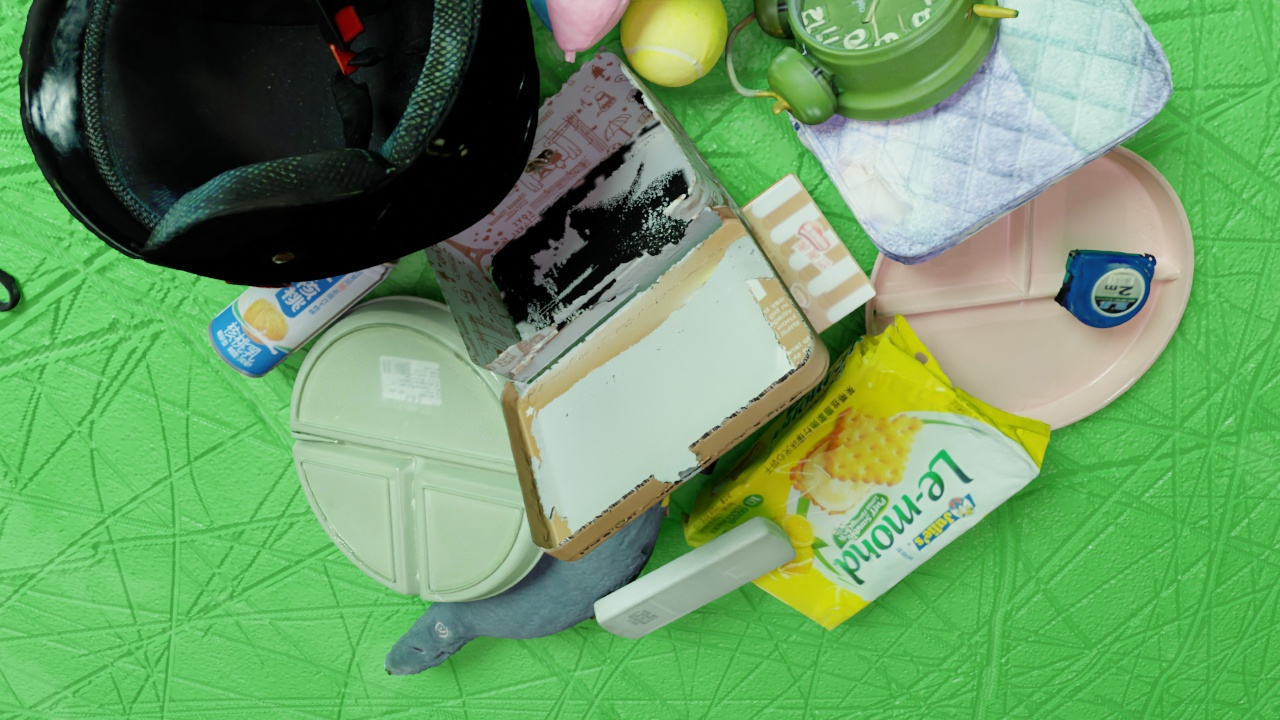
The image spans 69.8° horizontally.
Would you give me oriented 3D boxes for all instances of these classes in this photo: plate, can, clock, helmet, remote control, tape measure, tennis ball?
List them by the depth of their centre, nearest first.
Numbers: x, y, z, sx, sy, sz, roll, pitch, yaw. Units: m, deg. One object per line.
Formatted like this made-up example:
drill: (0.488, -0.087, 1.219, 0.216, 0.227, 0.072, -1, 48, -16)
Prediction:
helmet: (-0.184, -0.156, 0.489, 0.275, 0.229, 0.233, -8, 88, 23)
clock: (0.126, -0.198, 0.533, 0.161, 0.116, 0.056, -16, 153, 22)
tennis ball: (0.020, -0.200, 0.557, 0.065, 0.065, 0.065, 0, 115, -1)
tape measure: (0.316, -0.050, 0.626, 0.058, 0.025, 0.055, 4, 117, 1)
can: (-0.231, -0.046, 0.632, 0.135, 0.053, 0.053, -35, 111, 14)
plate: (-0.161, 0.069, 0.647, 0.230, 0.027, 0.230, 7, 107, 23)
plate: (0.272, -0.048, 0.655, 0.229, 0.028, 0.230, -1, 115, -2)
remote control: (0.038, 0.159, 0.667, 0.150, 0.021, 0.058, -31, 139, 16)

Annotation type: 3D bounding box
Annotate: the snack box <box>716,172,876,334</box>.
snack box: (0.088, -0.060, 0.608, 0.094, 0.077, 0.093, -35, 95, 14)

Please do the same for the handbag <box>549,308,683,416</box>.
handbag: (-0.004, 0.004, 0.658, 0.131, 0.067, 0.120, 2, 124, -4)

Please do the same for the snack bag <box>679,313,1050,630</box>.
snack bag: (0.155, 0.089, 0.680, 0.158, 0.068, 0.247, 33, 120, -14)

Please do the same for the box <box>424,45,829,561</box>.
box: (-0.015, -0.032, 0.530, 0.178, 0.262, 0.088, -39, 147, 16)

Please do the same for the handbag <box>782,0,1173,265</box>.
handbag: (0.204, -0.155, 0.565, 0.194, 0.075, 0.134, -31, 83, 12)

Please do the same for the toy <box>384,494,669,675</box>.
toy: (-0.066, 0.145, 0.695, 0.137, 0.091, 0.357, 22, 124, -39)

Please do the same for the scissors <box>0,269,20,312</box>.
scissors: (-0.530, -0.063, 0.643, 0.177, 0.014, 0.160, 25, 111, -9)

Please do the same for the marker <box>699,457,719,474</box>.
marker: (0.068, 0.029, 0.691, 0.020, 0.022, 0.132, 36, 117, 31)

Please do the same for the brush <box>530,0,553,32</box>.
brush: (0.041, -0.280, 0.540, 0.255, 0.045, 0.083, -32, 116, 17)

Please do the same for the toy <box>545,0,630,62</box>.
toy: (-0.020, -0.254, 0.501, 0.195, 0.074, 0.178, 25, 98, 26)
